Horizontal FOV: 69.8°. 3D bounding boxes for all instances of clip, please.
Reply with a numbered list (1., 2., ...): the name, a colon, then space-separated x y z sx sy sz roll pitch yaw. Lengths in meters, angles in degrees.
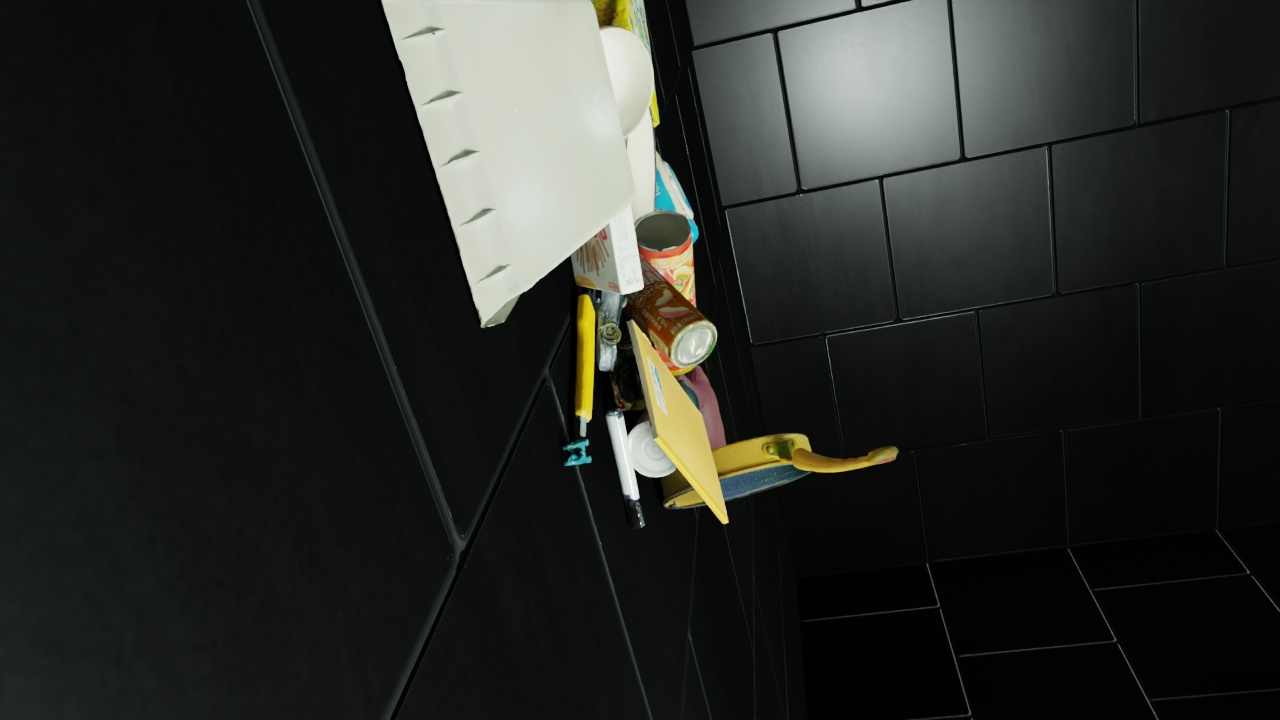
1. clip: -0.053 0.078 0.769 0.057 0.014 0.046 14 69 -77

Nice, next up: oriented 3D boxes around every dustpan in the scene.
1. dustpan: -0.110 -0.174 0.704 0.256 0.143 0.223 -36 121 -45

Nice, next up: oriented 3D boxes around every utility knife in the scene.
1. utility knife: -0.052 0.000 0.832 0.033 0.015 0.173 70 15 -49

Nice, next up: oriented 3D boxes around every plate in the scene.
1. plate: -0.015 -0.226 1.100 0.192 0.039 0.192 3 89 -79

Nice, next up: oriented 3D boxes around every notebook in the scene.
1. notebook: 0.041 0.067 0.953 0.206 0.010 0.145 53 20 -51

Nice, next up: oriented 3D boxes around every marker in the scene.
1. marker: -0.015 0.110 0.928 0.022 0.018 0.131 -130 -152 -74

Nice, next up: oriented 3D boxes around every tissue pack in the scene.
1. tissue pack: 0.028 -0.215 1.238 0.140 0.063 0.090 66 11 14

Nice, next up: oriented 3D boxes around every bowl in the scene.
1. bowl: -0.049 -0.279 0.921 0.062 0.113 0.113 31 -31 44

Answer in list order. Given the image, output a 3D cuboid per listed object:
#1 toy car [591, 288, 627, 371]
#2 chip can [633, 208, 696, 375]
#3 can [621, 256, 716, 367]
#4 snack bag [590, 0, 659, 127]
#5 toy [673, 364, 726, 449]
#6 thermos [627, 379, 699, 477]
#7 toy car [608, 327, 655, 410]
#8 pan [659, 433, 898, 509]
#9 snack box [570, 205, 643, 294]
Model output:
1. toy car: -0.032 -0.046 0.915 0.054 0.037 0.120 99 -5 -60
2. chip can: 0.032 -0.077 1.106 0.217 0.073 0.073 81 7 -48
3. can: 0.020 -0.054 0.972 0.147 0.058 0.058 48 -14 42
4. snack bag: -0.034 -0.421 1.157 0.158 0.068 0.246 44 37 -71
5. toy: 0.072 0.094 1.261 0.178 0.075 0.195 -57 134 -59
6. thermos: 0.032 0.075 1.077 0.220 0.070 0.070 -48 128 -76
7. toy car: -0.006 0.006 0.998 0.158 0.042 0.070 -52 132 -71
8. pan: 0.160 0.126 1.062 0.359 0.197 0.078 -39 -118 54
9. snack box: -0.041 -0.142 0.835 0.085 0.026 0.157 17 -60 55
